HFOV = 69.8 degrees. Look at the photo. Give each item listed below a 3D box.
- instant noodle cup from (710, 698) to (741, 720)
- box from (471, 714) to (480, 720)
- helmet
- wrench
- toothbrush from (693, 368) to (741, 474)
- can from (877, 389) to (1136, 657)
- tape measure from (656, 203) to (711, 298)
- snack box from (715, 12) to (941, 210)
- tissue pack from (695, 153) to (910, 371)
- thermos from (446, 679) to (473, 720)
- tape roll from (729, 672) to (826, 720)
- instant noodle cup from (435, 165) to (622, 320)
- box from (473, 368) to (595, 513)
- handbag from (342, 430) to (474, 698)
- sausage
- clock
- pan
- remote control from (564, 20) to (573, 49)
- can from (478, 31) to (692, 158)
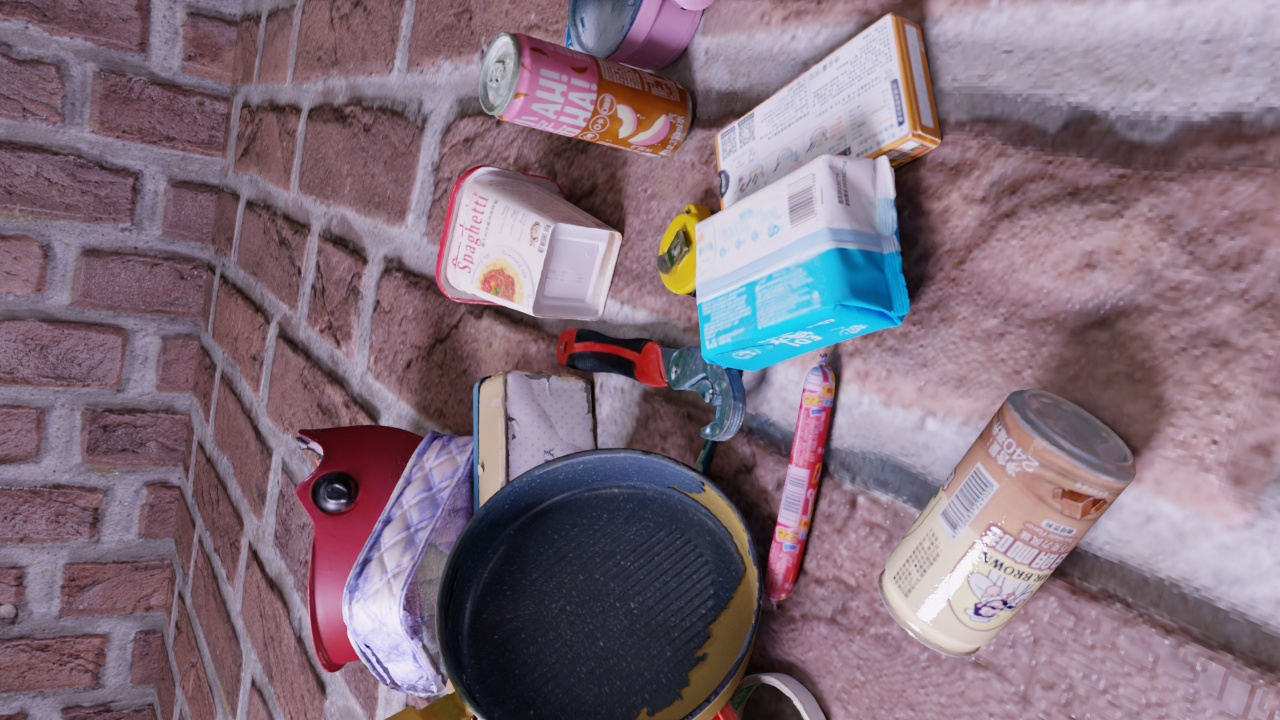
[{"bbox_3d":[0.006,0.273,0.575,0.164,0.079,0.189,53,139,49],"label":"instant noodle cup"},{"bbox_3d":[-0.067,0.218,0.654,0.076,0.091,0.168,-83,5,-71],"label":"box"},{"bbox_3d":[-0.237,0.167,0.875,0.239,0.144,0.207,-109,13,-47],"label":"helmet"},{"bbox_3d":[-0.004,0.004,0.677,0.274,0.016,0.056,19,100,60],"label":"wrench"},{"bbox_3d":[0.032,0.090,0.626,0.016,0.018,0.192,39,116,51],"label":"toothbrush"},{"bbox_3d":[0.159,0.073,0.408,0.058,0.058,0.116,55,129,43],"label":"can"},{"bbox_3d":[0.034,-0.074,0.635,0.057,0.028,0.060,-52,46,39],"label":"tape measure"},{"bbox_3d":[0.103,-0.131,0.545,0.154,0.026,0.075,-23,66,51],"label":"snack box"},{"bbox_3d":[0.089,-0.050,0.521,0.140,0.063,0.090,-22,65,51],"label":"tissue pack"},{"bbox_3d":[-0.127,0.266,0.779,0.143,0.093,0.093,39,118,60],"label":"thermos"},{"bbox_3d":[0.080,0.229,0.541,0.086,0.013,0.085,-11,77,55],"label":"tape roll"},{"bbox_3d":[-0.089,-0.089,0.754,0.124,0.116,0.116,27,108,42],"label":"instant noodle cup"},{"bbox_3d":[-0.085,0.087,0.736,0.060,0.089,0.184,-22,65,53],"label":"box"},{"bbox_3d":[-0.168,0.159,0.757,0.193,0.076,0.134,-69,-25,-44],"label":"handbag"},{"bbox_3d":[0.094,0.072,0.537,0.020,0.020,0.156,21,103,55],"label":"sausage"},{"bbox_3d":[0.009,-0.284,0.674,0.159,0.059,0.117,-40,53,47],"label":"clock"},{"bbox_3d":[-0.087,0.178,0.521,0.198,0.356,0.078,39,156,35],"label":"pan"},{"bbox_3d":[-0.045,-0.269,0.780,0.049,0.024,0.125,12,96,55],"label":"remote control"},{"bbox_3d":[-0.036,-0.184,0.646,0.058,0.147,0.058,-10,77,55],"label":"can"}]
